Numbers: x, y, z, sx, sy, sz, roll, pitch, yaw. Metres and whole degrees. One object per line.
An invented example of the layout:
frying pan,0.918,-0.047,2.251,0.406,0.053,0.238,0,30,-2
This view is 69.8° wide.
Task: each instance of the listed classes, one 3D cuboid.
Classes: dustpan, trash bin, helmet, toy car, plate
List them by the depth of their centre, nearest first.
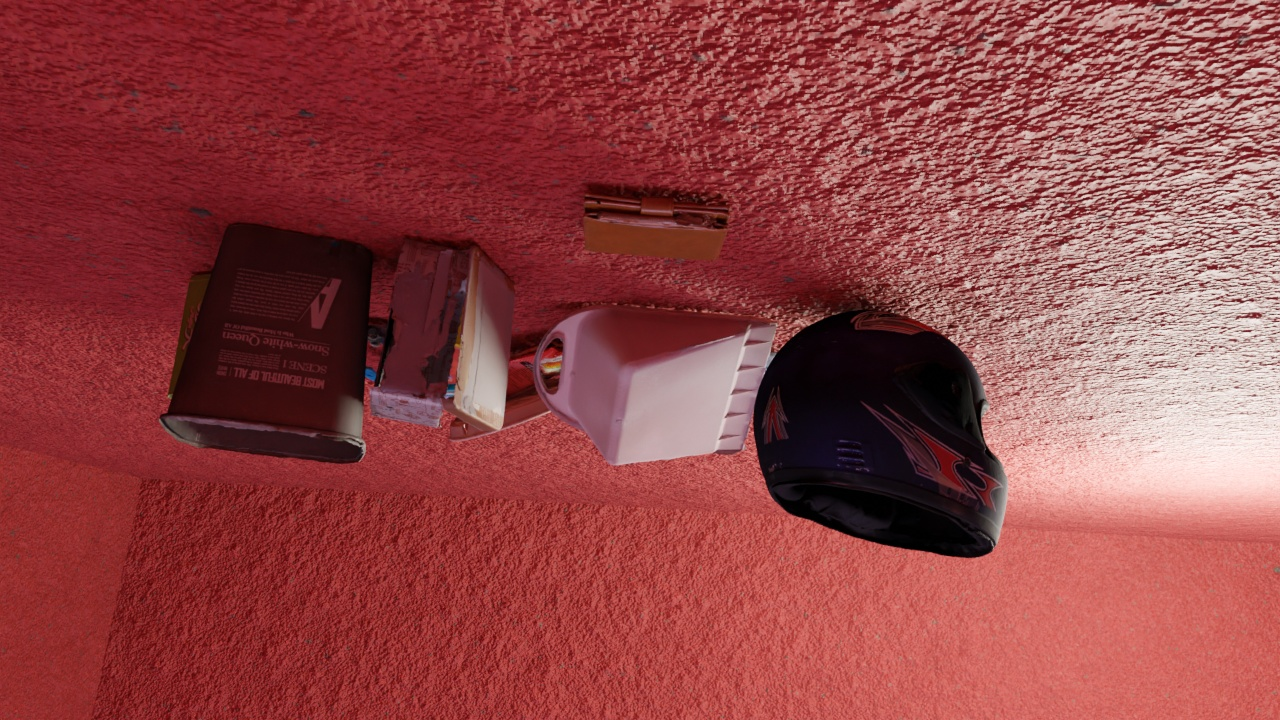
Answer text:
trash bin,-0.385,-0.012,0.995,0.199,0.219,0.199,9,165,-17
helmet,0.286,0.073,1.064,0.315,0.240,0.248,23,158,-21
dustpan,0.013,0.017,1.170,0.272,0.138,0.223,-8,130,-27
toy car,-0.333,-0.033,1.248,0.090,0.034,0.043,8,167,-7
plate,-0.178,0.065,1.356,0.229,0.028,0.229,-20,-173,2

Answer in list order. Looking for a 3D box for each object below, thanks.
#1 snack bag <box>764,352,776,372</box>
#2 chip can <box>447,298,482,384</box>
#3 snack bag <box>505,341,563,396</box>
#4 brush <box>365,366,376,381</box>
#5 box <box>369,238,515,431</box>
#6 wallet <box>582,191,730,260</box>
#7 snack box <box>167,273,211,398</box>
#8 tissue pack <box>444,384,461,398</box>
snack bag,0.119,0.011,1.286,0.191,0.038,0.110,-11,147,41
chip can,-0.234,-0.024,1.186,0.073,0.073,0.217,8,164,-14
snack bag,-0.158,0.009,1.312,0.208,0.073,0.128,-15,163,31
brush,-0.379,0.039,1.481,0.083,0.046,0.254,3,171,16
box,-0.198,-0.024,0.985,0.148,0.181,0.147,12,164,-13
wallet,0.012,-0.122,0.847,0.132,0.031,0.108,4,167,0
snack box,-0.478,-0.003,1.163,0.070,0.157,0.210,-4,162,22
tissue pack,-0.281,0.036,1.450,0.134,0.050,0.093,-1,164,16
